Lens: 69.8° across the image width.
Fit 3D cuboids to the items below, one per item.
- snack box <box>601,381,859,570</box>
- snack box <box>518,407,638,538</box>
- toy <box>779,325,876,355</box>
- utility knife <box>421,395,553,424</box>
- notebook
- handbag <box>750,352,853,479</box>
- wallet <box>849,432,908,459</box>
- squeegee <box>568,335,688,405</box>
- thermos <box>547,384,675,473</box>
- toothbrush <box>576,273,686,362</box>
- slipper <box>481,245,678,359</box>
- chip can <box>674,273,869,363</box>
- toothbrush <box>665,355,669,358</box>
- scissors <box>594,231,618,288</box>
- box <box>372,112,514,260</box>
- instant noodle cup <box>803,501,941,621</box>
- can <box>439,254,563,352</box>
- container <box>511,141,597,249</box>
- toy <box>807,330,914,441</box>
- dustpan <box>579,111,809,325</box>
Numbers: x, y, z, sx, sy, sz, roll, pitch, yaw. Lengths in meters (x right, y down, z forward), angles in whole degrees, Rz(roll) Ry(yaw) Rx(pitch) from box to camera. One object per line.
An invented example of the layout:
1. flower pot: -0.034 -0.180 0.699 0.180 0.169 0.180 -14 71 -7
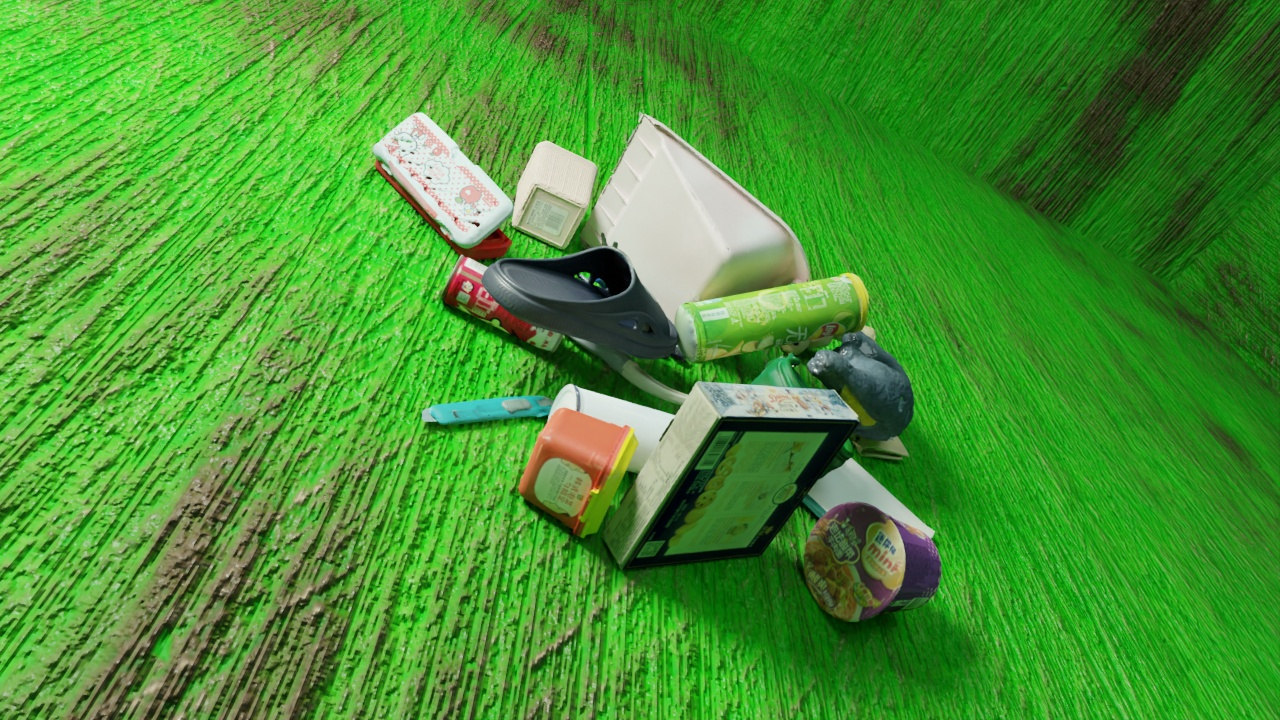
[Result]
1. snack box: 0.080 0.104 0.810 0.182 0.178 0.045 5 36 -41
2. snack box: -0.055 0.094 0.793 0.080 0.091 0.081 25 29 1
3. toy: 0.259 -0.035 1.295 0.157 0.105 0.066 5 82 -20
4. utility knife: -0.137 0.046 0.862 0.161 0.013 0.029 -4 44 -46
5. notebook: 0.233 0.153 1.035 0.209 0.012 0.150 44 31 12
6. handbag: 0.174 0.058 0.995 0.131 0.068 0.120 53 25 -5
7. wallet: 0.298 0.085 1.205 0.087 0.024 0.115 9 35 -26
8. squeegee: -0.006 0.006 1.008 0.247 0.039 0.246 29 14 18
9. thermos: 0.021 0.083 0.904 0.224 0.073 0.073 17 33 -25
10. toothbrush: -0.013 -0.059 1.134 0.189 0.017 0.014 40 5 16
11. slipper: -0.039 -0.069 0.941 0.267 0.083 0.110 11 28 -50
12. chip can: 0.149 -0.048 1.057 0.221 0.073 0.072 -11 44 -14
13. toothbrush: -0.047 -0.041 1.077 0.189 0.016 0.014 23 32 -17
14. scissors: -0.042 -0.101 1.055 0.012 0.173 0.128 -44 45 -19
15. box: -0.230 -0.211 1.084 0.201 0.092 0.094 45 33 21
16. instant noodle cup: 0.232 0.198 0.895 0.099 0.112 0.111 16 32 -42
17. can: -0.141 -0.059 0.975 0.132 0.053 0.053 26 30 -10
18. container: -0.114 -0.214 1.201 0.090 0.090 0.110 24 34 -15
19. toy: 0.278 0.032 1.130 0.138 0.091 0.355 54 18 8
20. dustpan: 0.073 -0.141 1.149 0.138 0.223 0.273 -16 66 -38
